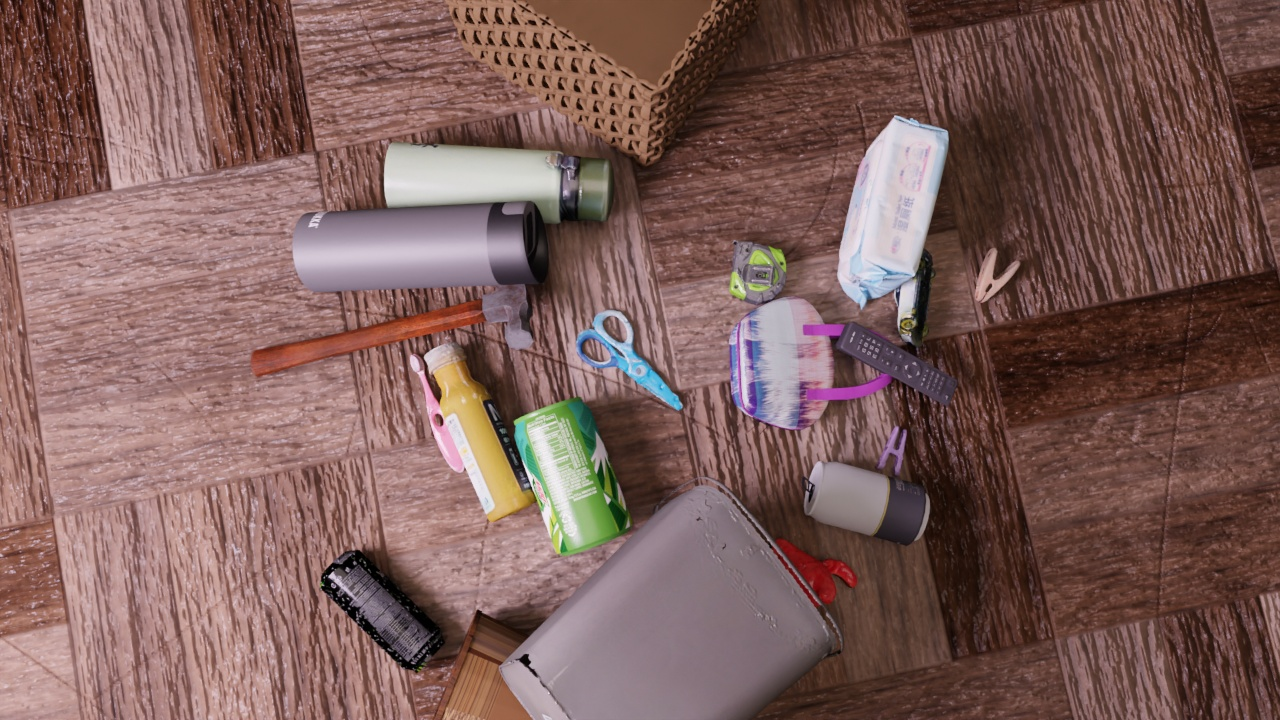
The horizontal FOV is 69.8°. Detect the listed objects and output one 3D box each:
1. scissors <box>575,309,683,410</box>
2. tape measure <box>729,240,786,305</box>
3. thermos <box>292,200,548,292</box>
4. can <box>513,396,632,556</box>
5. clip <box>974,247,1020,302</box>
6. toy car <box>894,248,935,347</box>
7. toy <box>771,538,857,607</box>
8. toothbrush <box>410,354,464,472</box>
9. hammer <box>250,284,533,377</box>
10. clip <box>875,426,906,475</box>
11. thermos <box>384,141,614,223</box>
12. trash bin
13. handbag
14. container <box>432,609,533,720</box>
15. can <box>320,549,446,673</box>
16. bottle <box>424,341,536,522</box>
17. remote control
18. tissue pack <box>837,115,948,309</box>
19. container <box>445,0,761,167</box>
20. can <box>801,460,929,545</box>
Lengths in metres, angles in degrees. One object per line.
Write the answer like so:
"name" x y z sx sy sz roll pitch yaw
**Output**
"scissors" -0.006 0.006 0.976 0.135 0.015 0.066 42 85 1
"tape measure" 0.125 -0.092 0.972 0.058 0.036 0.065 5 84 -1
"thermos" -0.218 -0.114 0.926 0.240 0.082 0.082 -1 84 9
"can" -0.069 0.116 0.927 0.083 0.083 0.144 -21 85 -3
"clip" 0.383 -0.088 0.983 0.039 0.024 0.060 15 94 3
"toy car" 0.287 -0.067 0.968 0.033 0.048 0.105 4 82 32
"toy" 0.155 0.239 0.940 0.132 0.094 0.088 -14 42 -24
"toothbrush" -0.214 0.055 0.964 0.021 0.016 0.135 -24 85 1
"hammer" -0.258 -0.030 0.947 0.301 0.028 0.111 -13 47 6
"clip" 0.272 0.099 0.969 0.041 0.014 0.052 41 88 3
"thermos" -0.143 -0.185 0.955 0.231 0.082 0.082 4 84 0
"trash bin" 0.015 0.254 0.804 0.219 0.198 0.197 -36 84 -26
"handbag" 0.183 0.004 0.957 0.170 0.068 0.144 -1 84 -7
"container" -0.106 0.335 0.889 0.167 0.132 0.132 22 85 -5
"can" -0.260 0.252 0.926 0.137 0.054 0.054 43 85 3
"bottle" -0.168 0.071 0.944 0.053 0.053 0.186 -25 82 -3
"remote control" 0.264 0.005 0.941 0.136 0.015 0.032 28 77 -12
"tissue pack" 0.252 -0.149 0.941 0.070 0.112 0.181 16 85 -1
"container" -0.031 -0.372 0.907 0.251 0.214 0.219 33 85 2
"can" 0.224 0.143 0.937 0.127 0.064 0.064 15 84 1
